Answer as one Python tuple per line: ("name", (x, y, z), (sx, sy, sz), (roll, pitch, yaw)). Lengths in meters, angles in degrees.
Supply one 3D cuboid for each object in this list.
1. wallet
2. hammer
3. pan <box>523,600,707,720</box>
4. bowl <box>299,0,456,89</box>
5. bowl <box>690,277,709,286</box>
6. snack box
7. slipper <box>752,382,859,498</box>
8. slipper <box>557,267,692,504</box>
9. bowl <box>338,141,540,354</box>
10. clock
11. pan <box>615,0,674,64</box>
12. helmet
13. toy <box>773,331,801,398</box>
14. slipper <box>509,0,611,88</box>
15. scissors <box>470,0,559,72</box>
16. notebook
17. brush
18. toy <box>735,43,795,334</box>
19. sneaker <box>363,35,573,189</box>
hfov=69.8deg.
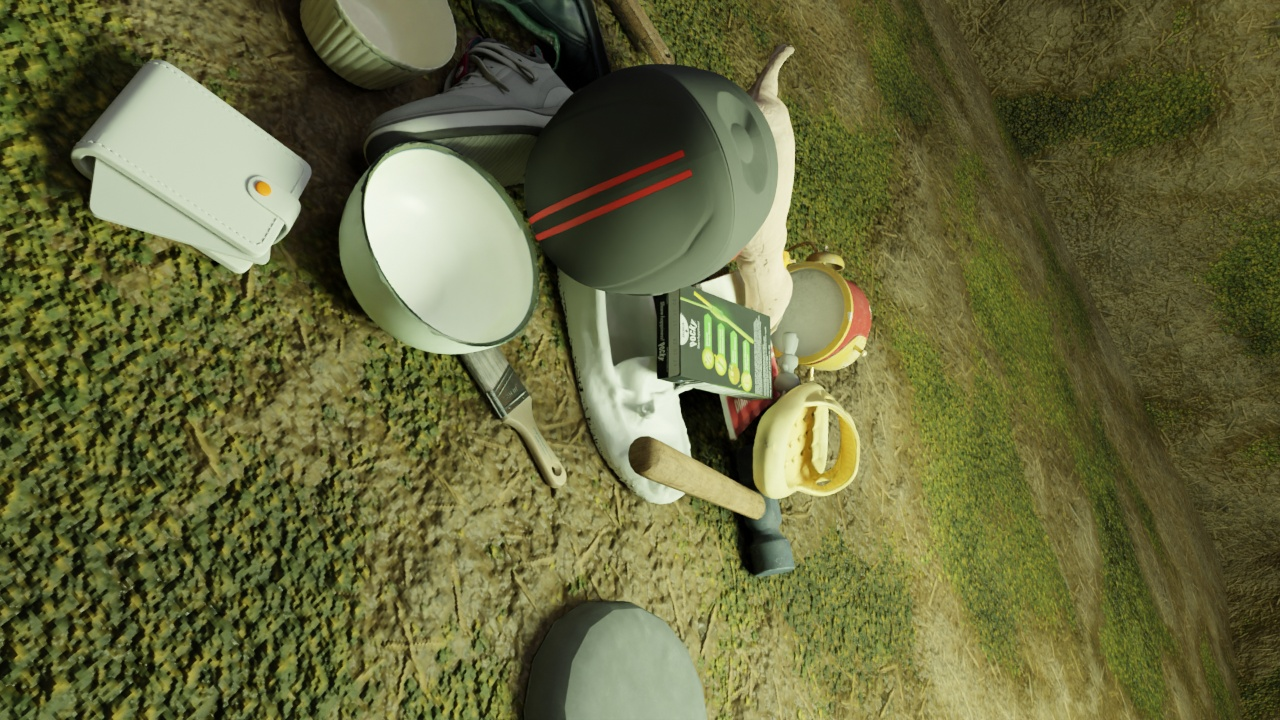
("wallet", (-0.269, -0.106, 0.552), (0.118, 0.038, 0.115), (38, 45, -29))
("hammer", (0.064, 0.108, 0.788), (0.321, 0.040, 0.129), (34, 42, -61))
("pan", (-0.028, 0.327, 0.619), (0.178, 0.041, 0.356), (47, 40, -26))
("bowl", (-0.204, -0.258, 0.695), (0.115, 0.063, 0.115), (28, 51, -41))
("bowl", (0.053, -0.022, 0.900), (0.114, 0.045, 0.114), (-11, 90, -68))
("snack box", (0.069, -0.013, 0.823), (0.147, 0.025, 0.080), (14, 72, -50))
("slipper", (0.177, 0.081, 0.916), (0.261, 0.079, 0.111), (-4, 95, -67))
("slipper", (-0.005, 0.005, 0.811), (0.112, 0.075, 0.246), (-10, 81, -38))
("bowl", (-0.150, -0.071, 0.654), (0.153, 0.073, 0.153), (28, 50, -40))
("clock", (0.202, -0.063, 1.069), (0.081, 0.117, 0.158), (14, 55, -52))
("pan", (-0.063, -0.474, 1.018), (0.357, 0.040, 0.207), (60, 36, -11))
("helmet", (-0.001, -0.130, 0.685), (0.169, 0.265, 0.164), (-26, 99, -20))
("toy", (0.160, 0.025, 1.002), (0.049, 0.030, 0.111), (37, 57, -68))
("slipper", (-0.096, -0.370, 0.893), (0.108, 0.083, 0.266), (-106, 175, -61))
("scissors", (-0.142, -0.331, 0.827), (0.209, 0.142, 0.015), (9, 29, -19))
("notebook", (0.106, -0.017, 0.946), (0.208, 0.012, 0.153), (-28, 106, -66))
("brush", (-0.099, 0.034, 0.714), (0.151, 0.012, 0.038), (60, 36, -11))
("toy", (0.125, -0.141, 0.872), (0.195, 0.065, 0.264), (-66, 155, -15))
("sneaker", (-0.130, -0.209, 0.751), (0.128, 0.097, 0.262), (57, 36, 6))
